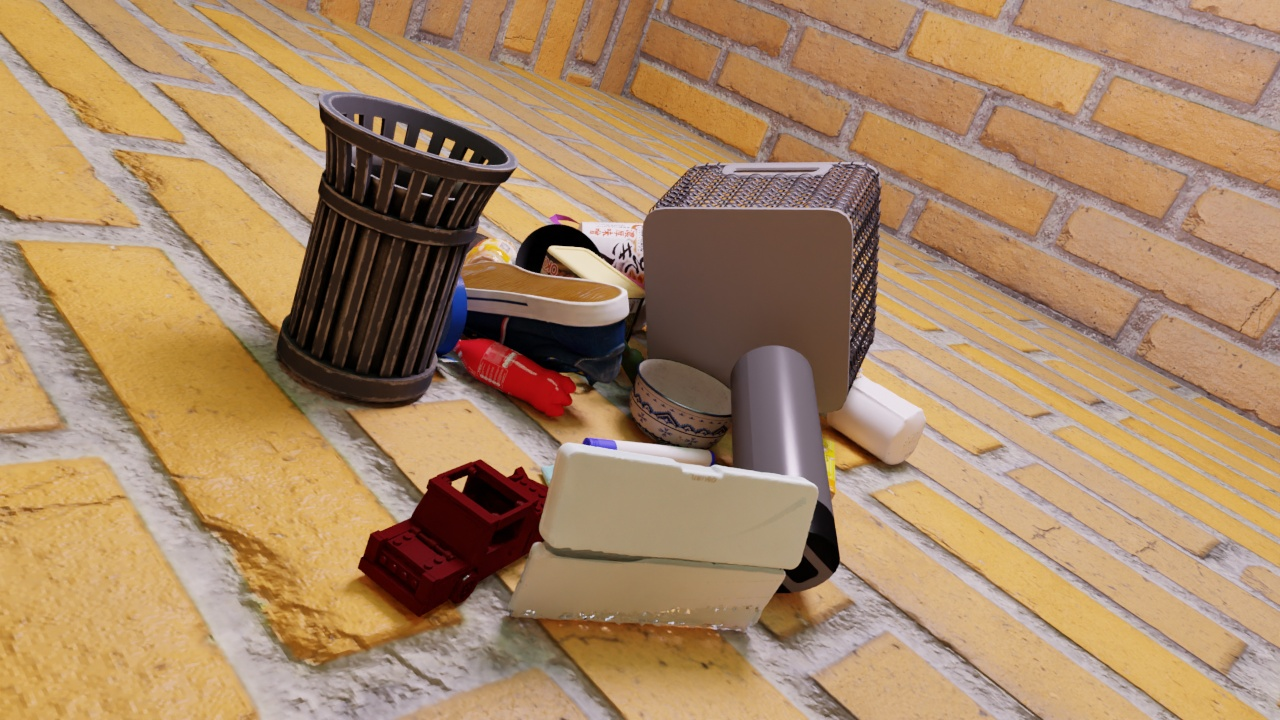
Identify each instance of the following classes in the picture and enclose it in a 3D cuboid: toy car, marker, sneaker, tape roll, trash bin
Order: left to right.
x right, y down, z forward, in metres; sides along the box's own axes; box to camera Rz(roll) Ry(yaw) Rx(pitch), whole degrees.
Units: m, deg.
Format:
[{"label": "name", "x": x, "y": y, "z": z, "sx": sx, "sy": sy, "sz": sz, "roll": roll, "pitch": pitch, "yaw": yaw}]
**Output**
[{"label": "trash bin", "x": -0.220, "y": -0.092, "z": 0.796, "sx": 0.164, "sy": 0.228, "sz": 0.164, "roll": 19, "pitch": 21, "yaw": -8}, {"label": "tape roll", "x": -0.204, "y": -0.050, "z": 0.900, "sx": 0.016, "sy": 0.093, "sz": 0.091, "roll": 0, "pitch": 14, "yaw": -45}, {"label": "toy car", "x": -0.111, "y": 0.112, "z": 0.641, "sx": 0.070, "sy": 0.062, "sz": 0.169, "roll": 31, "pitch": 22, "yaw": 21}, {"label": "sneaker", "x": -0.132, "y": -0.032, "z": 0.965, "sx": 0.295, "sy": 0.127, "sz": 0.120, "roll": 15, "pitch": 26, "yaw": 35}, {"label": "marker", "x": 0.010, "y": 0.090, "z": 0.880, "sx": 0.141, "sy": 0.020, "sz": 0.020, "roll": 9, "pitch": 24, "yaw": -31}]

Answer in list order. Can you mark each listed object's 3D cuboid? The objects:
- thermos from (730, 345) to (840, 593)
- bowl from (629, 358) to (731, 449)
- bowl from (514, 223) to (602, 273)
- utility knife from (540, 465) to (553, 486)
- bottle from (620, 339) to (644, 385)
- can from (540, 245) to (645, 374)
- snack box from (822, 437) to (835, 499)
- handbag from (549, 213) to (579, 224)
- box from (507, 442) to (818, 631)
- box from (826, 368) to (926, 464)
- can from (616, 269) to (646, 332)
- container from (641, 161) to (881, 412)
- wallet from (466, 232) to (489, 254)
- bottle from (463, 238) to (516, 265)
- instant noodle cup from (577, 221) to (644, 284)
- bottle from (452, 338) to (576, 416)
[{"label": "thermos", "x": 0.124, "y": 0.090, "z": 0.821, "sx": 0.082, "sy": 0.082, "sz": 0.239, "roll": 19, "pitch": 36, "yaw": -10}, {"label": "bowl", "x": 0.040, "y": 0.051, "z": 0.947, "sx": 0.115, "sy": 0.059, "sz": 0.115, "roll": 19, "pitch": 21, "yaw": -8}, {"label": "bowl", "x": -0.110, "y": -0.106, "z": 1.157, "sx": 0.124, "sy": 0.124, "sz": 0.053, "roll": 11, "pitch": -9, "yaw": -28}, {"label": "utility knife", "x": -0.049, "y": 0.130, "z": 0.723, "sx": 0.022, "sy": 0.015, "sz": 0.168, "roll": 11, "pitch": 21, "yaw": -25}, {"label": "bottle", "x": -0.006, "y": 0.006, "z": 0.978, "sx": 0.025, "sy": 0.025, "sz": 0.106, "roll": 44, "pitch": -12, "yaw": 45}, {"label": "can", "x": -0.065, "y": -0.059, "z": 1.049, "sx": 0.072, "sy": 0.101, "sz": 0.131, "roll": -3, "pitch": 32, "yaw": -44}, {"label": "snack box", "x": 0.151, "y": 0.108, "z": 0.946, "sx": 0.088, "sy": 0.040, "sz": 0.125, "roll": 24, "pitch": 21, "yaw": 3}, {"label": "handbag", "x": -0.085, "y": -0.188, "z": 1.422, "sx": 0.144, "sy": 0.068, "sz": 0.170, "roll": 3, "pitch": 21, "yaw": -42}, {"label": "box", "x": 0.021, "y": 0.129, "z": 0.624, "sx": 0.197, "sy": 0.136, "sz": 0.043, "roll": 12, "pitch": 17, "yaw": -25}, {"label": "box", "x": 0.271, "y": 0.054, "z": 1.135, "sx": 0.161, "sy": 0.092, "sz": 0.081, "roll": 33, "pitch": 40, "yaw": 33}, {"label": "can", "x": -0.039, "y": -0.087, "z": 1.203, "sx": 0.114, "sy": 0.063, "sz": 0.063, "roll": 31, "pitch": 22, "yaw": 21}, {"label": "container", "x": 0.144, "y": -0.091, "z": 1.070, "sx": 0.248, "sy": 0.246, "sz": 0.243, "roll": 3, "pitch": 20, "yaw": 17}, {"label": "wallet", "x": -0.263, "y": -0.158, "z": 1.205, "sx": 0.120, "sy": 0.031, "sz": 0.099, "roll": 20, "pitch": 18, "yaw": 0}, {"label": "bottle", "x": -0.182, "y": -0.122, "z": 1.144, "sx": 0.063, "sy": 0.063, "sz": 0.108, "roll": 21, "pitch": 21, "yaw": -4}, {"label": "instant noodle cup", "x": -0.030, "y": -0.142, "z": 1.291, "sx": 0.121, "sy": 0.124, "sz": 0.123, "roll": 8, "pitch": 23, "yaw": -11}, {"label": "bottle", "x": -0.132, "y": 0.010, "z": 0.901, "sx": 0.141, "sy": 0.042, "sz": 0.041, "roll": 26, "pitch": 21, "yaw": 10}]
